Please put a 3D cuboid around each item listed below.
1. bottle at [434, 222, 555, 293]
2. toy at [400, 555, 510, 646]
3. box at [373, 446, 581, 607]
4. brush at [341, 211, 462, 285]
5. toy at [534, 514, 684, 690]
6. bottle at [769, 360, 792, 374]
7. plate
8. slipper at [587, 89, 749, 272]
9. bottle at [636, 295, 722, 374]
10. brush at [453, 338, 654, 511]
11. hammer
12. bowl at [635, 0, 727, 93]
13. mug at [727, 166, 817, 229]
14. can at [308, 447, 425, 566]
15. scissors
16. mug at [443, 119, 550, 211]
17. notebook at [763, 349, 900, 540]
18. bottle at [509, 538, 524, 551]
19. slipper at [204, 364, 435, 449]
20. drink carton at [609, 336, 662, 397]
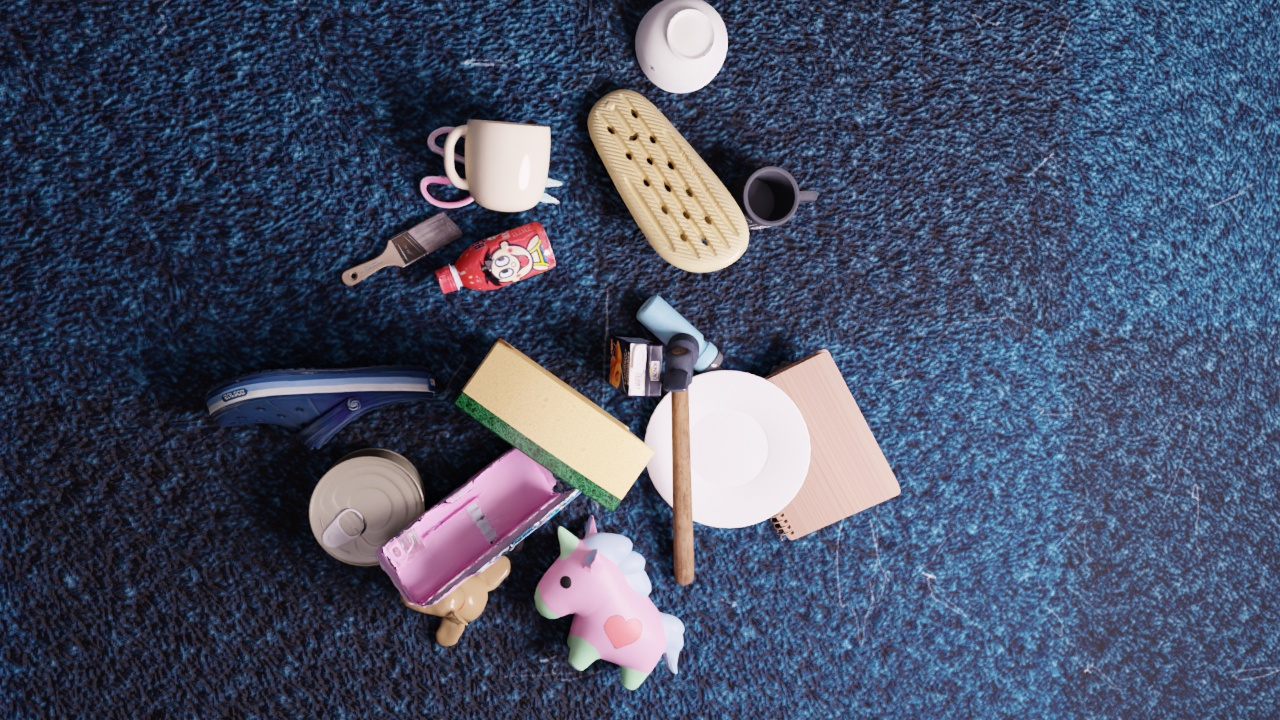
[{"bbox_3d":[-0.174,-0.116,1.091,0.137,0.062,0.062,-22,98,-9],"label":"bottle"},{"bbox_3d":[-0.228,0.279,1.097,0.106,0.108,0.134,37,87,16],"label":"toy"},{"bbox_3d":[-0.175,0.177,1.043,0.229,0.106,0.086,-37,94,-37],"label":"box"},{"bbox_3d":[-0.287,-0.130,1.093,0.151,0.012,0.039,-30,100,-6],"label":"brush"},{"bbox_3d":[-0.029,0.304,1.136,0.222,0.120,0.171,25,99,-11],"label":"toy"},{"bbox_3d":[0.205,0.053,1.190,0.036,0.036,0.110,-31,100,-7],"label":"bottle"},{"bbox_3d":[0.109,0.112,1.165,0.209,0.015,0.209,2,103,6],"label":"plate"},{"bbox_3d":[0.027,-0.210,1.117,0.111,0.079,0.261,-34,81,-4],"label":"slipper"},{"bbox_3d":[0.054,-0.027,1.153,0.130,0.040,0.040,41,86,-11],"label":"bottle"},{"bbox_3d":[-0.099,0.063,1.024,0.195,0.250,0.075,35,87,-8],"label":"brush"},{"bbox_3d":[0.050,0.137,1.124,0.040,0.129,0.322,1,113,7],"label":"hammer"},{"bbox_3d":[0.054,-0.387,1.110,0.113,0.063,0.113,-1,96,-11],"label":"bowl"},{"bbox_3d":[0.166,-0.201,1.140,0.105,0.077,0.071,-5,96,-10],"label":"mug"},{"bbox_3d":[-0.318,0.169,1.081,0.127,0.073,0.128,-1,95,-11],"label":"can"},{"bbox_3d":[-0.174,-0.234,1.105,0.179,0.016,0.105,0,95,-10],"label":"scissors"},{"bbox_3d":[-0.165,-0.222,1.052,0.120,0.096,0.100,0,106,-19],"label":"mug"},{"bbox_3d":[0.209,0.113,1.174,0.169,0.022,0.210,-27,100,15],"label":"notebook"},{"bbox_3d":[-0.197,0.213,1.117,0.116,0.041,0.041,17,91,-29],"label":"bottle"},{"bbox_3d":[-0.362,0.053,1.046,0.252,0.105,0.095,-6,88,-13],"label":"slipper"},{"bbox_3d":[-0.007,0.006,1.098,0.040,0.130,0.064,1,95,-12],"label":"drink carton"}]
